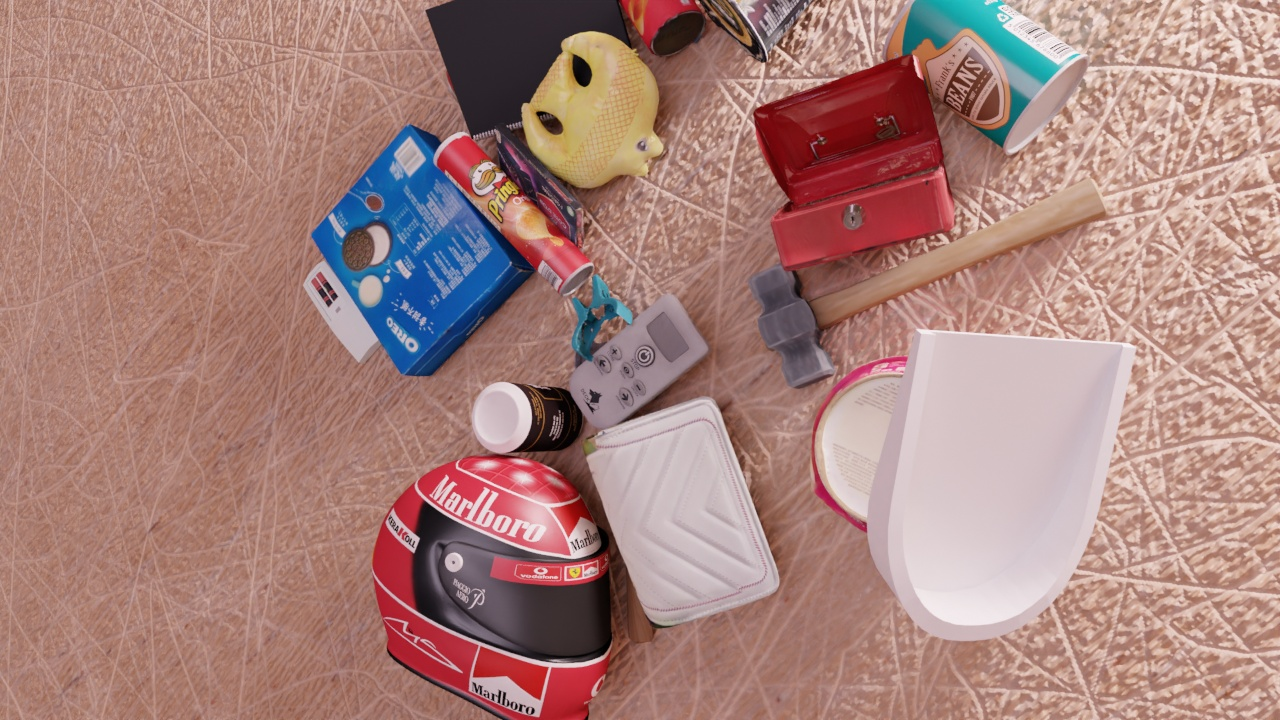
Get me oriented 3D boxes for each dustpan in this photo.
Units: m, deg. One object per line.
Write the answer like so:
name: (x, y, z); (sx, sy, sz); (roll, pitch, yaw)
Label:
dustpan: (0.290, 0.109, 0.749); (0.191, 0.053, 0.258); (3, 114, -13)

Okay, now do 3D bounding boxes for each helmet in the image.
helmet: (-0.140, 0.212, 0.936); (0.271, 0.197, 0.225); (20, 99, 20)

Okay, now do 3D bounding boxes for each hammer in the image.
hammer: (-0.009, 0.131, 0.968); (0.098, 0.052, 0.328); (-6, 87, 24)
hammer: (0.263, -0.083, 0.858); (0.323, 0.051, 0.117); (-23, 78, 19)

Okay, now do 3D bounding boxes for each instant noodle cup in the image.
instant noodle cup: (0.235, 0.081, 0.839); (0.179, 0.077, 0.178); (-2, 85, 24)
instant noodle cup: (0.119, -0.384, 0.906); (0.112, 0.137, 0.137); (-41, 71, 7)

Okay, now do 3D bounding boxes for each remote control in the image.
remote control: (-0.006, 0.005, 0.927); (0.151, 0.019, 0.074); (-39, 75, 19)
remote control: (-0.378, -0.066, 1.160); (0.050, 0.024, 0.143); (-45, 70, 15)

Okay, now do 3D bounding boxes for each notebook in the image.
notebook: (-0.115, -0.339, 1.005); (0.207, 0.016, 0.149); (-12, 112, 16)

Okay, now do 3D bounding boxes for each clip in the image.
clip: (-0.058, -0.033, 0.964); (0.121, 0.031, 0.130); (-56, 26, -5)

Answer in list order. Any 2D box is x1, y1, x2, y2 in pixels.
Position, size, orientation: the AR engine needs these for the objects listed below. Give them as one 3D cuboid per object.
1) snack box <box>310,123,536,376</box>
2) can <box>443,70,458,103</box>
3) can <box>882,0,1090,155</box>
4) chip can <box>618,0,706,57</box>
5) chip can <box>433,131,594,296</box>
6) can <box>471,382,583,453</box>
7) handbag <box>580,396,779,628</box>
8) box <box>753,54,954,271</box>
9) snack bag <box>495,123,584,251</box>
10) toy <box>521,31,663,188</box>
snack box: (-0.264, -0.130, 1.096); (0.196, 0.056, 0.239); (-43, 72, 16)
can: (-0.144, -0.353, 1.050); (0.170, 0.067, 0.067); (-27, 75, 20)
can: (0.305, -0.268, 0.820); (0.144, 0.099, 0.099); (46, 104, 20)
chip can: (-0.014, -0.437, 0.995); (0.073, 0.073, 0.233); (-35, 74, 18)
chip can: (-0.142, -0.163, 1.024); (0.214, 0.051, 0.052); (46, 105, 10)
can: (-0.117, 0.061, 0.974); (0.072, 0.128, 0.072); (-2, 85, 24)
handbag: (0.040, 0.145, 0.894); (0.142, 0.096, 0.198); (-19, 91, 6)
box: (0.202, -0.153, 0.840); (0.158, 0.147, 0.155); (-15, 62, 23)
snack bag: (-0.112, -0.195, 1.026); (0.018, 0.075, 0.155); (-35, 68, -20)
toy: (-0.046, -0.261, 0.987); (0.155, 0.064, 0.171); (39, 121, -2)
